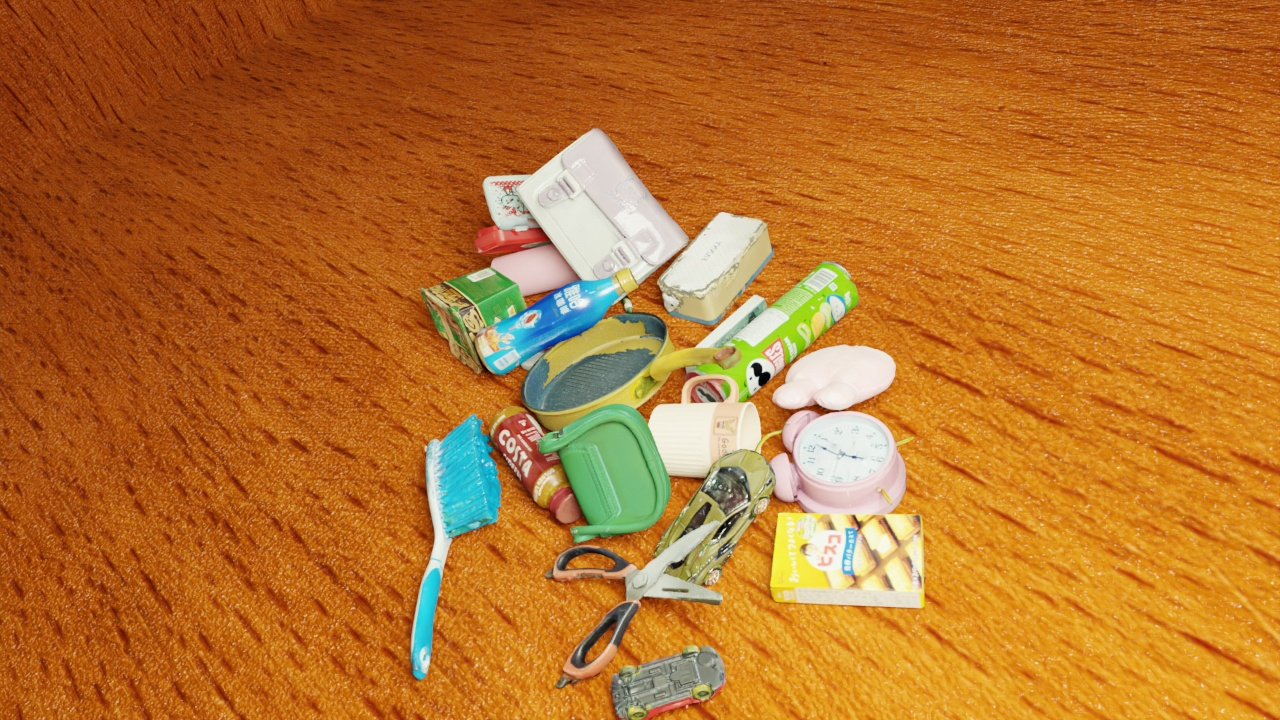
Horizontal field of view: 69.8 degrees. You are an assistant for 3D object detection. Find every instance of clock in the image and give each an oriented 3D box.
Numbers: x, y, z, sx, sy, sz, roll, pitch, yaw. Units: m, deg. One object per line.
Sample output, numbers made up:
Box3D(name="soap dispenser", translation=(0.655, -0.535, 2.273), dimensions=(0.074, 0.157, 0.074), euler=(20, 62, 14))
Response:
Box3D(name="clock", translation=(0.194, 0.105, 0.949), dimensions=(0.159, 0.060, 0.117), euler=(5, 46, 29))

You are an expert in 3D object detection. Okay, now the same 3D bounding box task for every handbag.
Box3D(name="handbag", translation=(-0.049, -0.189, 1.219), dimensions=(0.145, 0.197, 0.098), euler=(-39, -1, 5))
Box3D(name="handbag", translation=(-0.035, 0.118, 0.955), dimensions=(0.120, 0.131, 0.068), euler=(-23, 3, 8))

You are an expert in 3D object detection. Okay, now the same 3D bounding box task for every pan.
Box3D(name="pan", translation=(-0.006, 0.006, 1.057), dimensions=(0.358, 0.078, 0.197), euler=(9, 45, 49))

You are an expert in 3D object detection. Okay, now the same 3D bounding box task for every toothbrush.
Box3D(name="toothbrush", translation=(-0.016, -0.080, 1.268), dimensions=(0.017, 0.012, 0.185), euler=(-21, 41, -2))

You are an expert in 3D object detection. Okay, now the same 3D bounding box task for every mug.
Box3D(name="mug", translation=(0.070, 0.072, 1.002), dimensions=(0.106, 0.081, 0.114), euler=(-1, 81, 24))

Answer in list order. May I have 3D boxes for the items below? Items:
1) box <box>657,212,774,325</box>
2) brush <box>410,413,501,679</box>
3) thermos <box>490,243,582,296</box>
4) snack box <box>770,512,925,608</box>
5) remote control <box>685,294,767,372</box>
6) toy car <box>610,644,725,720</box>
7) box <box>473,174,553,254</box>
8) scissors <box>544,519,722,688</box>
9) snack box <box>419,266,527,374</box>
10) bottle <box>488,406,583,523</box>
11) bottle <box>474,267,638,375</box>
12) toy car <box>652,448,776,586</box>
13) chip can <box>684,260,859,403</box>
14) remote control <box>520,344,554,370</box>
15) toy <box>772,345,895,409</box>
Box3D(name="box", translation=(0.107, -0.130, 1.240), dimensions=(0.090, 0.062, 0.183), euler=(20, 53, 36))
Box3D(name="brush", translation=(-0.209, 0.195, 1.022), dimensions=(0.109, 0.060, 0.314), euler=(-23, 43, 5))
Box3D(name="thermos", translation=(-0.111, -0.142, 1.327), dimensions=(0.199, 0.067, 0.087), euler=(-13, 18, 15))
Box3D(name="snack box", translation=(0.198, 0.190, 0.878), dimensions=(0.141, 0.034, 0.086), euler=(-4, 43, 20))
Box3D(name="remote control", translation=(0.108, -0.021, 1.122), dimensions=(0.134, 0.056, 0.019), euler=(-40, 45, -23))
Box3D(name="toy car", translation=(0.026, 0.294, 0.832), dimensions=(0.106, 0.031, 0.049), euler=(-20, 42, 2))
Box3D(name="box", translation=(-0.144, -0.217, 1.326), dimensions=(0.201, 0.101, 0.095), euler=(-11, 1, -39))
Box3D(name="scissors", translation=(-0.014, 0.222, 0.902), dimensions=(0.222, 0.015, 0.189), euler=(-43, 37, -2))
Box3D(name="snack box", translation=(-0.217, -0.065, 1.256), dimensions=(0.105, 0.118, 0.118), euler=(-35, 41, -22))
Box3D(name="bottle", translation=(-0.117, 0.120, 1.057), dimensions=(0.057, 0.057, 0.175), euler=(-32, 42, -13))
Box3D(name="bottle", translation=(-0.105, -0.056, 1.169), dimensions=(0.219, 0.065, 0.065), euler=(-28, 40, 9))
Box3D(name="toy car", translation=(0.073, 0.157, 0.920), dimensions=(0.070, 0.042, 0.158), euler=(36, 92, 40))
Box3D(name="chip can", translation=(0.160, -0.027, 1.095), dimensions=(0.235, 0.072, 0.072), euler=(-39, 44, -21))
Box3D(name="remote control", translation=(-0.110, -0.035, 1.251), dimensions=(0.056, 0.020, 0.135), euler=(12, 50, 31))
Box3D(name="toy", translation=(0.209, 0.022, 1.008), dimensions=(0.121, 0.054, 0.159), euler=(0, 17, 36))
